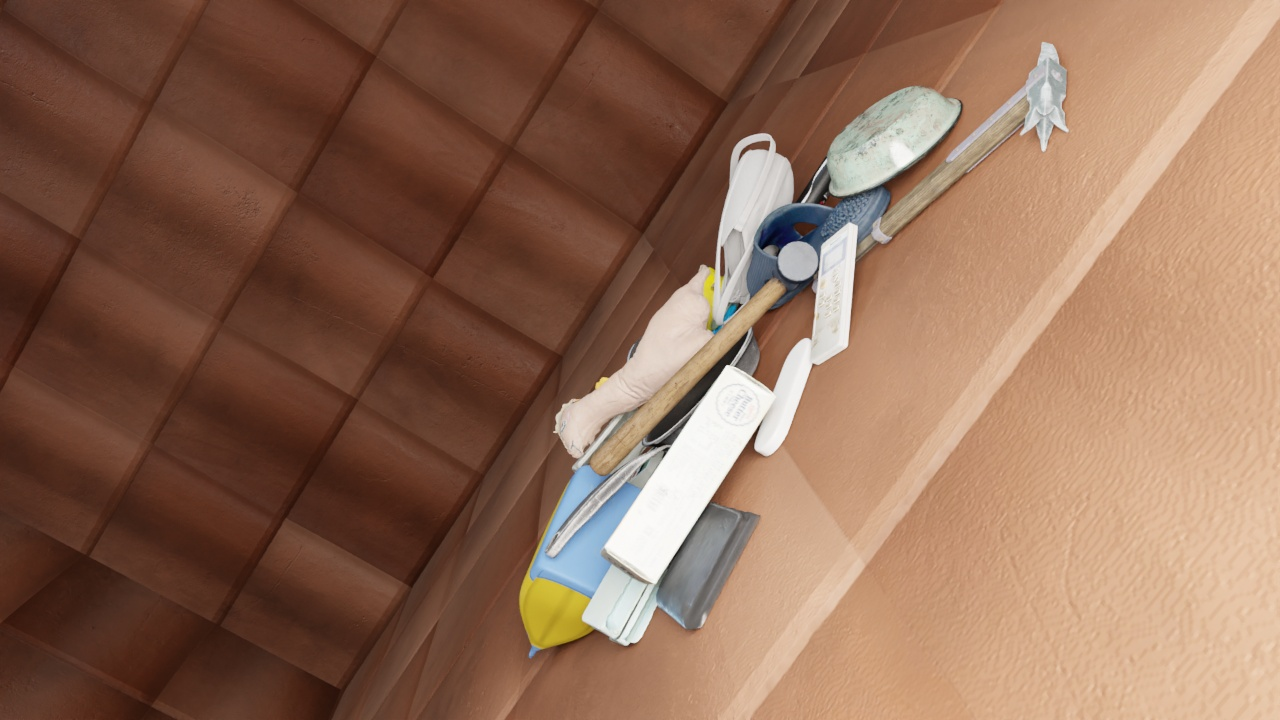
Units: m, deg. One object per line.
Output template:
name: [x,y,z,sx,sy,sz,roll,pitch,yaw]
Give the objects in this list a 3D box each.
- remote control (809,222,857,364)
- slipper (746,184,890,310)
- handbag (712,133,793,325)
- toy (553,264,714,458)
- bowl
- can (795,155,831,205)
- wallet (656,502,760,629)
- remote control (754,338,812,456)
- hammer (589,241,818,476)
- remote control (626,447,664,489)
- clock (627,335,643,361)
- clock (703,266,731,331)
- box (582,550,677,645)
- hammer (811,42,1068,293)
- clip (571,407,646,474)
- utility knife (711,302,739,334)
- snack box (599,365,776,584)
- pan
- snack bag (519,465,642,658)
remote control: [0.185,-0.065,0.880,0.050,0.011,0.135,138,147,-59]
slipper: [0.180,-0.142,1.049,0.101,0.082,0.264,-59,10,-25]
handbag: [0.126,-0.151,1.170,0.216,0.096,0.222,76,-147,-63]
toy: [-0.007,0.007,1.151,0.265,0.065,0.195,-34,32,34]
bowl: [0.254,-0.235,0.956,0.158,0.038,0.157,-37,19,14]
can: [0.232,-0.223,1.188,0.080,0.031,0.031,-57,9,4]
wallet: [0.056,0.178,0.816,0.115,0.026,0.089,-60,11,-11]
remote control: [0.141,0.034,0.886,0.043,0.013,0.136,-43,17,56]
hammer: [0.064,0.004,0.972,0.322,0.040,0.129,-45,-6,4]
remote control: [-0.005,0.157,1.195,0.144,0.024,0.049,-47,10,50]
clock: [0.034,-0.004,1.309,0.122,0.094,0.035,-54,5,-10]
clock: [0.099,-0.086,1.309,0.083,0.057,0.118,-61,-17,11]
box: [0.013,0.191,0.937,0.198,0.066,0.083,-59,-9,-18]
hammer: [0.259,-0.154,0.845,0.318,0.028,0.146,-46,16,49]
clip: [-0.026,0.126,1.226,0.126,0.097,0.152,-47,-18,-15]
utility knife: [0.091,-0.013,1.282,0.178,0.015,0.031,-60,-2,-6]
snack box: [0.043,0.111,0.870,0.207,0.057,0.104,-55,-5,-14]
pan: [0.020,0.091,1.032,0.355,0.055,0.188,-51,7,-25]
snack bag: [-0.080,0.248,1.090,0.206,0.102,0.158,118,177,-46]
